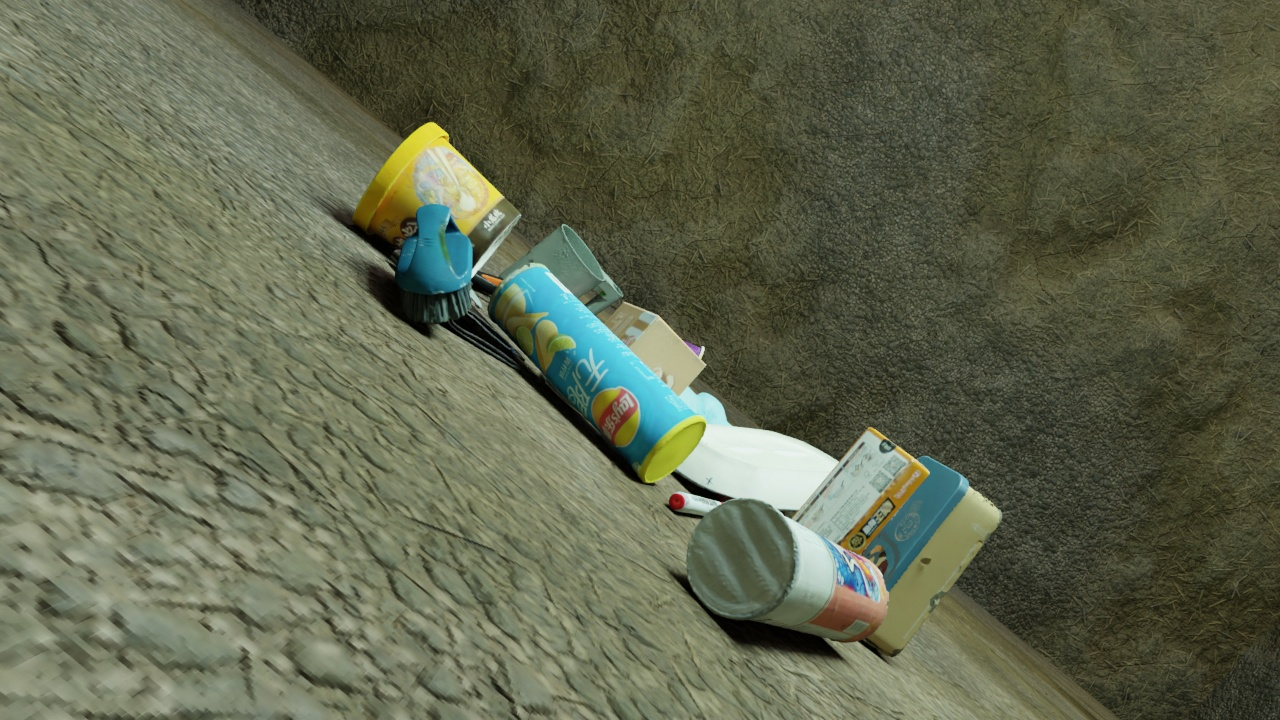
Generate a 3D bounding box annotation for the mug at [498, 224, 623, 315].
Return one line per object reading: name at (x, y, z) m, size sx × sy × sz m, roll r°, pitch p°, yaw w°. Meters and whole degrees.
mug at (-0.097, -0.089, 1.116) m, size 0.124 × 0.103 × 0.083 m, roll 47°, pitch 14°, yaw -36°

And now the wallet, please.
wallet at (-0.156, -0.045, 0.788) m, size 0.122 × 0.020 × 0.096 m, roll 41°, pitch -1°, yaw 44°

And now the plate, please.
plate at (0.128, 0.107, 0.969) m, size 0.265 × 0.034 × 0.162 m, roll 10°, pitch 15°, yaw -44°

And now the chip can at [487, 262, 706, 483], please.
chip can at (-0.041, 0.008, 0.780) m, size 0.210 × 0.071 × 0.071 m, roll 44°, pitch 6°, yaw 23°

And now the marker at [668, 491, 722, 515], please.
marker at (0.054, 0.126, 0.787) m, size 0.017 × 0.017 × 0.145 m, roll 41°, pitch 4°, yaw 24°

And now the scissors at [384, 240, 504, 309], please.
scissors at (-0.208, -0.103, 0.981) m, size 0.233 × 0.022 × 0.220 m, roll 42°, pitch 10°, yaw 37°

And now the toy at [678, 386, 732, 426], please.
toy at (0.047, 0.061, 1.053) m, size 0.156 × 0.050 × 0.161 m, roll -5°, pitch 65°, yaw -51°

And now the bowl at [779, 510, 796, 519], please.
bowl at (0.186, 0.177, 0.992) m, size 0.113 × 0.062 × 0.113 m, roll 20°, pitch 12°, yaw -5°

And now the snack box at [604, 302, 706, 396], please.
snack box at (-0.006, 0.005, 0.928) m, size 0.077 × 0.092 × 0.094 m, roll 44°, pitch -6°, yaw -25°

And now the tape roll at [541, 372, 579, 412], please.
tape roll at (-0.055, 0.034, 0.850) m, size 0.086 × 0.014 × 0.085 m, roll 39°, pitch 4°, yaw -4°

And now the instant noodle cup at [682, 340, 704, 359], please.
instant noodle cup at (0.011, 0.008, 1.149) m, size 0.099 × 0.111 × 0.111 m, roll 29°, pitch 5°, yaw -4°

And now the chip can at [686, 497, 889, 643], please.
chip can at (0.108, 0.150, 0.622) m, size 0.071 × 0.071 × 0.214 m, roll 42°, pitch 4°, yaw 35°

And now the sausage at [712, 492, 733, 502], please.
sausage at (0.083, 0.132, 0.950) m, size 0.021 × 0.021 × 0.165 m, roll 38°, pitch 4°, yaw -15°

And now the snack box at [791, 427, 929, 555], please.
snack box at (0.177, 0.135, 0.804) m, size 0.026 × 0.154 × 0.075 m, roll 37°, pitch 5°, yaw -23°

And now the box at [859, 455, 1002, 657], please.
box at (0.247, 0.172, 0.837) m, size 0.062 × 0.184 × 0.090 m, roll 35°, pitch 0°, yaw -14°

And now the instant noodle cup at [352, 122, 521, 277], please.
instant noodle cup at (-0.183, -0.136, 0.847) m, size 0.114 × 0.118 × 0.118 m, roll 40°, pitch 4°, yaw -8°

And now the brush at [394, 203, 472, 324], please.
brush at (-0.155, -0.080, 0.693) m, size 0.055 × 0.074 × 0.143 m, roll -2°, pitch 23°, yaw -9°
